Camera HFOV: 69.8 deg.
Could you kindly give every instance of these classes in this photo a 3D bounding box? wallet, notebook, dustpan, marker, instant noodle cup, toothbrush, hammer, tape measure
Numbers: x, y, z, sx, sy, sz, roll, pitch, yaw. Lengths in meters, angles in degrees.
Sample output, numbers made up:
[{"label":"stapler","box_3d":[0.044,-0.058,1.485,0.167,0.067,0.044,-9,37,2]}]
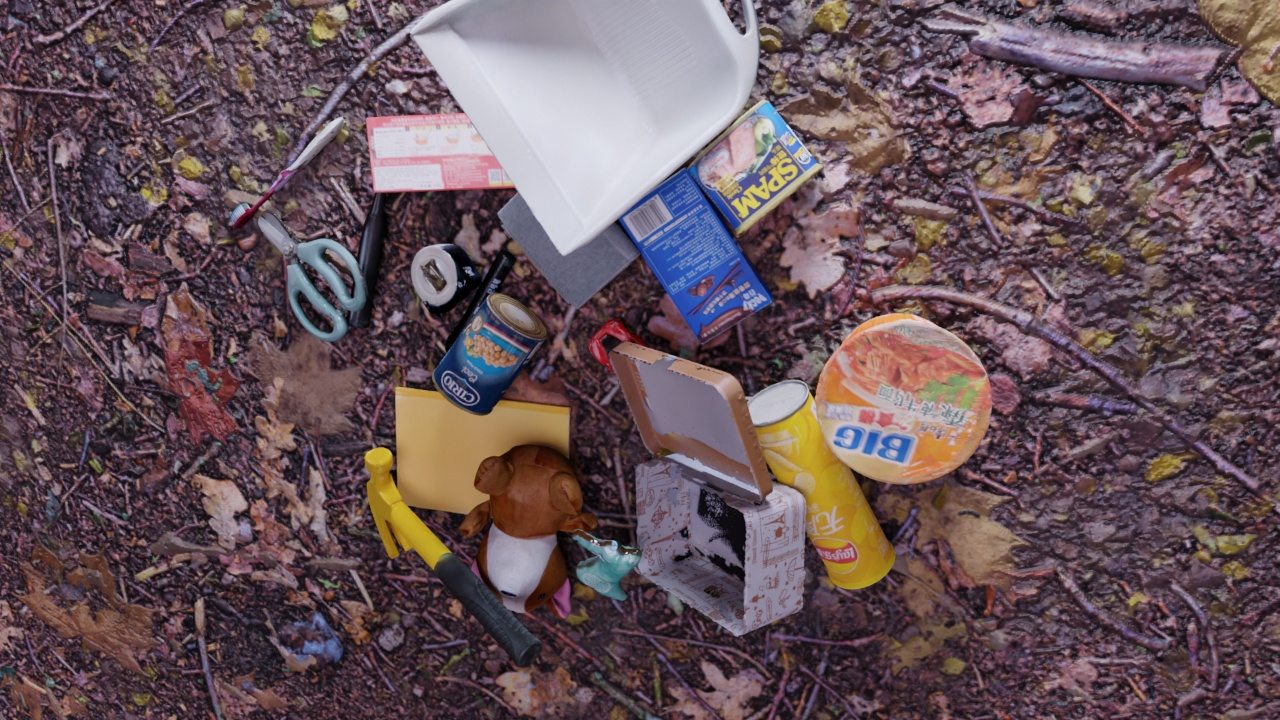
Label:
[{"label":"wallet","box_3d":[-0.075,-0.127,0.928,0.107,0.036,0.129,-38,92,32]},{"label":"notebook","box_3d":[-0.179,0.110,1.033,0.206,0.010,0.146,6,106,12]},{"label":"dustpan","box_3d":[-0.016,-0.261,0.788,0.143,0.256,0.223,-19,113,42]},{"label":"marker","box_3d":[-0.173,-0.061,0.981,0.022,0.020,0.132,46,114,29]},{"label":"instant noodle cup","box_3d":[0.242,0.025,0.857,0.151,0.111,0.151,3,105,12]},{"label":"toothbrush","box_3d":[-0.385,-0.204,0.994,0.188,0.016,0.017,-36,85,20]},{"label":"hammer","box_3d":[-0.207,0.217,0.975,0.301,0.032,0.129,34,135,36]},{"label":"toothbrush","box_3d":[-0.287,-0.137,0.983,0.027,0.026,0.213,14,108,-3]},{"label":"tape measure","box_3d":[-0.208,-0.089,0.967,0.066,0.033,0.066,-38,82,27]}]

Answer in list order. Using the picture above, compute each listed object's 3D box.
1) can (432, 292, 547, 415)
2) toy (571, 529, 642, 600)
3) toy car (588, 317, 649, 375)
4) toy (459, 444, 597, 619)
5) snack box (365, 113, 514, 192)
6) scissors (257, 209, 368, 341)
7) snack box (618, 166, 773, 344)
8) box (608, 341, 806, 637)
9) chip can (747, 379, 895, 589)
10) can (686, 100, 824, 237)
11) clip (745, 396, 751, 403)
[{"label":"can","box_3d":[-0.157,-0.007,0.962,0.075,0.075,0.111,39,109,1]},{"label":"toy","box_3d":[-0.037,0.210,0.956,0.096,0.030,0.092,31,133,-11]},{"label":"toy car","box_3d":[-0.006,0.006,0.954,0.106,0.031,0.049,46,111,-4]},{"label":"toy","box_3d":[-0.122,0.193,0.979,0.140,0.130,0.200,14,117,2]},{"label":"snack box","box_3d":[-0.198,-0.211,0.931,0.153,0.025,0.075,-1,104,5]},{"label":"scissors","box_3d":[-0.376,-0.087,1.012,0.185,0.019,0.129,30,112,20]},{"label":"snack box","box_3d":[0.054,-0.103,0.911,0.085,0.026,0.157,-32,96,19]},{"label":"box","box_3d":[0.062,0.112,0.881,0.179,0.102,0.261,18,116,52]},{"label":"chip can","box_3d":[0.176,0.123,0.895,0.072,0.072,0.213,-23,112,18]},{"label":"can","box_3d":[0.106,-0.180,0.863,0.102,0.057,0.083,-39,91,19]},{"label":"clip","box_3d":[0.094,0.055,0.946,0.101,0.096,0.035,25,117,51]}]
